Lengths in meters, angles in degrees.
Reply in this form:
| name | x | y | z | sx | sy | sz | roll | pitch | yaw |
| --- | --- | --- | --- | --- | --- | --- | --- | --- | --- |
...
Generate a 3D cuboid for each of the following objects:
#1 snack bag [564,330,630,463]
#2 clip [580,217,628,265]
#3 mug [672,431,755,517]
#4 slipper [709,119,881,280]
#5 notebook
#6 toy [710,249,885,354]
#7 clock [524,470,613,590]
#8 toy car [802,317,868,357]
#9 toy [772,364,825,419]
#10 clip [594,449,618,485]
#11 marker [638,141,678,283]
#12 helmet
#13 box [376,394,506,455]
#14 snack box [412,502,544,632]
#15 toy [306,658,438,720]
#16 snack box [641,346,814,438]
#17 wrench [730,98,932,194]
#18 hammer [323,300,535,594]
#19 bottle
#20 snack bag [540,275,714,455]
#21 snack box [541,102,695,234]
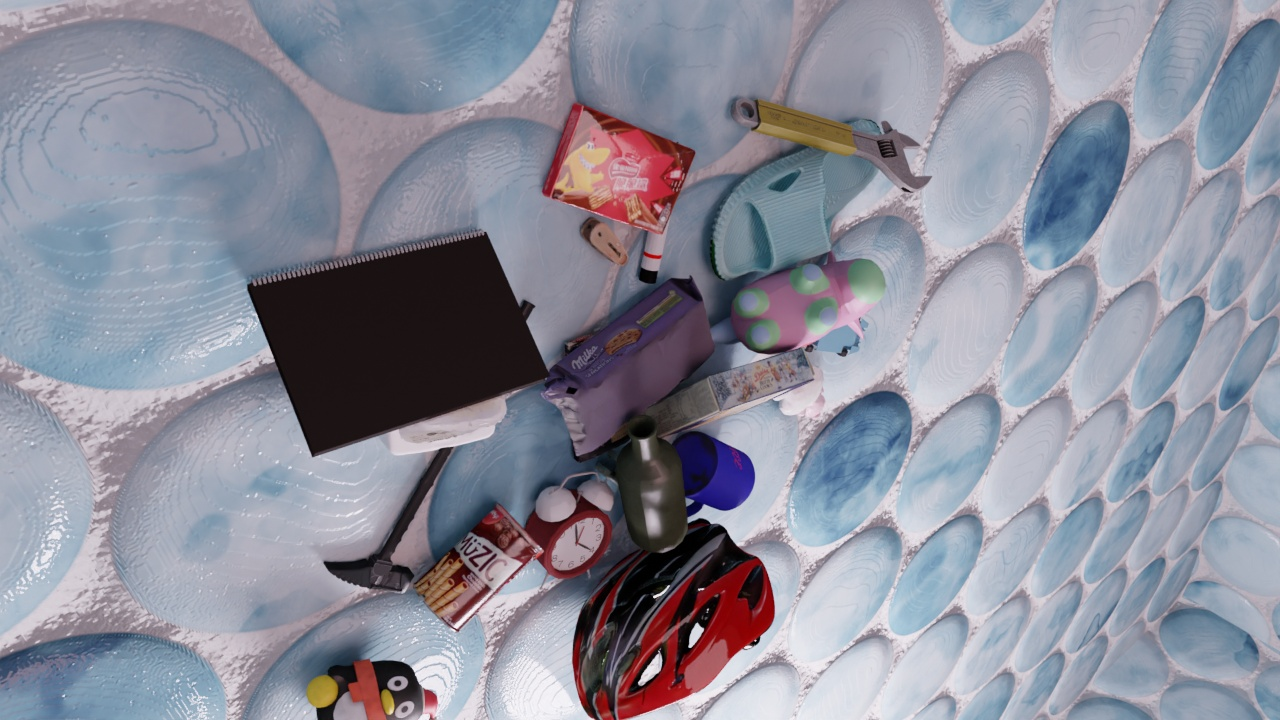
| name | x | y | z | sx | sy | sz | roll | pitch | yaw |
| --- | --- | --- | --- | --- | --- | --- | --- | --- | --- |
| snack bag | -0.043 | 0.037 | 0.991 | 0.074 | 0.018 | 0.155 | -22 | 127 | -30 |
| clip | -0.034 | -0.114 | 0.902 | 0.025 | 0.047 | 0.062 | -48 | 163 | -7 |
| mug | 0.074 | 0.147 | 1.119 | 0.111 | 0.079 | 0.083 | -50 | 137 | 12 |
| slipper | 0.189 | -0.181 | 1.027 | 0.275 | 0.069 | 0.116 | -35 | 129 | -21 |
| notebook | -0.194 | -0.023 | 0.756 | 0.206 | 0.149 | 0.016 | -19 | 169 | -32 |
| toy | 0.182 | -0.062 | 1.066 | 0.222 | 0.120 | 0.171 | -20 | 177 | 5 |
| clock | -0.078 | 0.186 | 1.030 | 0.096 | 0.048 | 0.138 | -4 | 119 | -39 |
| toy car | 0.242 | -0.039 | 1.185 | 0.107 | 0.027 | 0.060 | 5 | 112 | -32 |
| toy | 0.207 | 0.038 | 1.194 | 0.076 | 0.037 | 0.125 | -57 | 139 | -4 |
| clip | -0.021 | 0.135 | 1.067 | 0.047 | 0.023 | 0.076 | -48 | 134 | -5 |
| marker | 0.021 | -0.150 | 0.934 | 0.019 | 0.019 | 0.146 | -7 | 119 | -38 |
| helmet | 0.028 | 0.309 | 1.091 | 0.271 | 0.218 | 0.167 | -38 | 99 | -18 |
| box | -0.166 | 0.038 | 0.799 | 0.109 | 0.130 | 0.103 | -10 | 116 | -34 |
| snack box | -0.168 | 0.215 | 0.954 | 0.121 | 0.072 | 0.072 | -43 | 135 | -11 |
| toy | -0.267 | 0.346 | 0.927 | 0.119 | 0.097 | 0.100 | -14 | 169 | -21 |
| snack box | 0.096 | 0.039 | 1.033 | 0.144 | 0.145 | 0.042 | -16 | 81 | -35 |
| wrench | 0.212 | -0.239 | 0.997 | 0.273 | 0.018 | 0.083 | 5 | 72 | -29 |
| hammer | -0.193 | 0.082 | 0.895 | 0.095 | 0.015 | 0.325 | 27 | 95 | -45 |
| bottle | 0.011 | 0.132 | 1.003 | 0.071 | 0.071 | 0.207 | -35 | 145 | -20 |
| snack bag | -0.006 | 0.006 | 0.953 | 0.205 | 0.058 | 0.096 | -39 | 134 | -21 |
| snack box | -0.019 | -0.178 | 0.868 | 0.132 | 0.021 | 0.089 | 12 | 107 | -34 |
